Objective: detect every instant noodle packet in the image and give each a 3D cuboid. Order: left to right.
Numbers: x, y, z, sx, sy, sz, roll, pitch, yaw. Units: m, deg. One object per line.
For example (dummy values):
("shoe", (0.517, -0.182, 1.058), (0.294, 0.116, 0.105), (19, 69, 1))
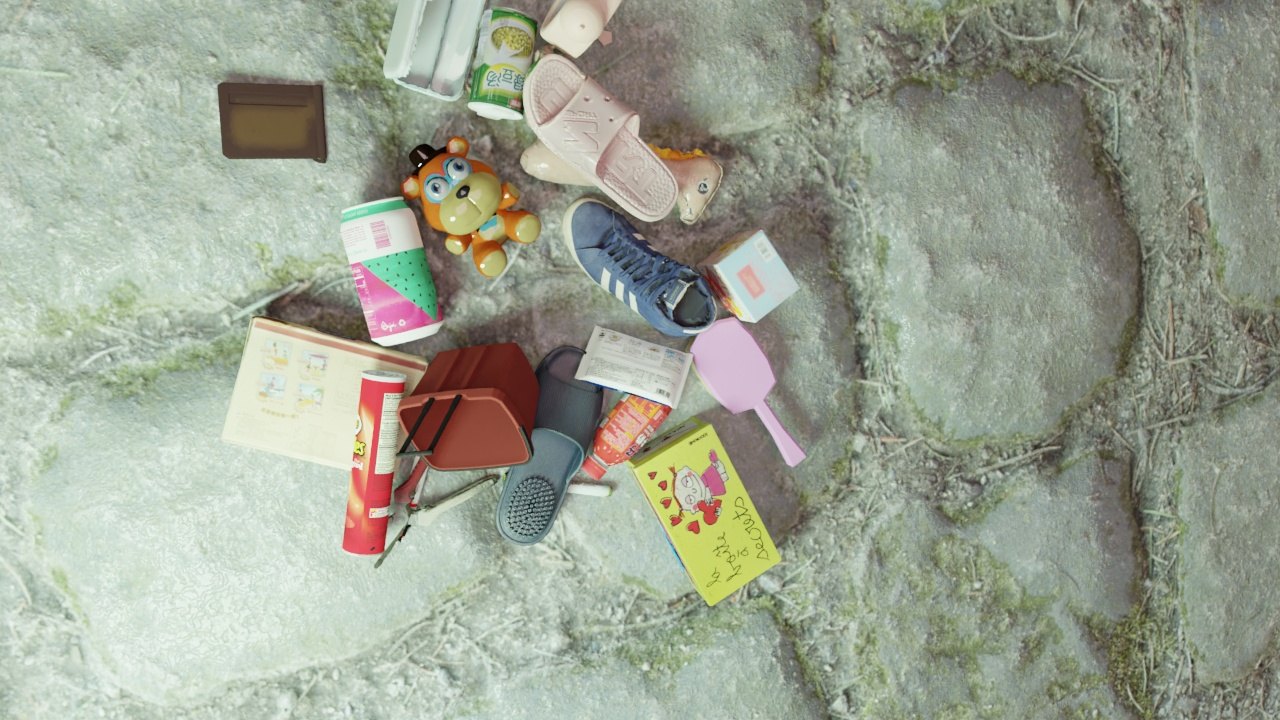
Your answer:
("instant noodle packet", (-0.007, 0.007, 1.176), (0.134, 0.026, 0.086), (17, 57, 4))

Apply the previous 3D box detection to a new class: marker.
("marker", (-0.287, 0.162, 1.166), (0.019, 0.019, 0.145), (16, 92, -14))
("marker", (-0.109, 0.164, 1.209), (0.146, 0.017, 0.017), (9, 94, -14))

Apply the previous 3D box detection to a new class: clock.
("clock", (-0.053, -0.419, 1.083), (0.086, 0.160, 0.131), (31, 88, -15))

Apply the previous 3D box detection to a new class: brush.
("brush", (0.149, 0.046, 1.241), (0.089, 0.043, 0.228), (-37, 103, -7))

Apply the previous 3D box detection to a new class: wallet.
("wallet", (-0.435, -0.281, 1.086), (0.115, 0.018, 0.091), (-3, 96, -15))

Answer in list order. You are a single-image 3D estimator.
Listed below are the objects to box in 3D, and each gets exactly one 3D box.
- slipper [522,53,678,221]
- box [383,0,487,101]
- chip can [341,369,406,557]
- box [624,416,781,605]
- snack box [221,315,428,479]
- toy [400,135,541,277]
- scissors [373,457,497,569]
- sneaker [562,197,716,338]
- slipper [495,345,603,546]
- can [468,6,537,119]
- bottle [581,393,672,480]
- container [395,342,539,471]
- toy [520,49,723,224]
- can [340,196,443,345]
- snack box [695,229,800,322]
("slipper", (-0.041, -0.260, 1.089), (0.239, 0.064, 0.094), (43, 78, -19))
("box", (-0.228, -0.419, 1.087), (0.105, 0.130, 0.211), (12, 99, -27))
("chip can", (-0.315, 0.121, 1.082), (0.051, 0.052, 0.215), (7, 96, -14))
("box", (0.083, 0.199, 1.224), (0.124, 0.083, 0.221), (-28, 100, -9))
("snack box", (-0.380, 0.045, 1.112), (0.207, 0.055, 0.153), (16, 93, -15))
("toy", (-0.210, -0.190, 1.114), (0.176, 0.096, 0.112), (43, 83, -3))
("scissors", (-0.269, 0.171, 1.156), (0.179, 0.015, 0.196), (6, 98, -27))
("sneaker", (0.001, -0.111, 1.151), (0.091, 0.118, 0.233), (-45, 103, -5))
("slipper", (-0.109, 0.110, 1.160), (0.101, 0.083, 0.263), (20, 83, -15))
("can", (-0.166, -0.357, 1.113), (0.067, 0.067, 0.121), (10, 93, -14))
("bottle", (-0.023, 0.095, 1.199), (0.062, 0.062, 0.137), (41, 87, -14))
("container", (-0.203, 0.078, 1.062), (0.148, 0.200, 0.127), (-7, 130, 17))
("toy", (-0.018, -0.277, 1.158), (0.264, 0.065, 0.196), (2, 100, -15))
("can", (-0.298, -0.106, 1.098), (0.088, 0.088, 0.166), (-15, 99, -11))
("snack box", (0.138, -0.110, 1.195), (0.079, 0.095, 0.093), (-38, 103, -6))
